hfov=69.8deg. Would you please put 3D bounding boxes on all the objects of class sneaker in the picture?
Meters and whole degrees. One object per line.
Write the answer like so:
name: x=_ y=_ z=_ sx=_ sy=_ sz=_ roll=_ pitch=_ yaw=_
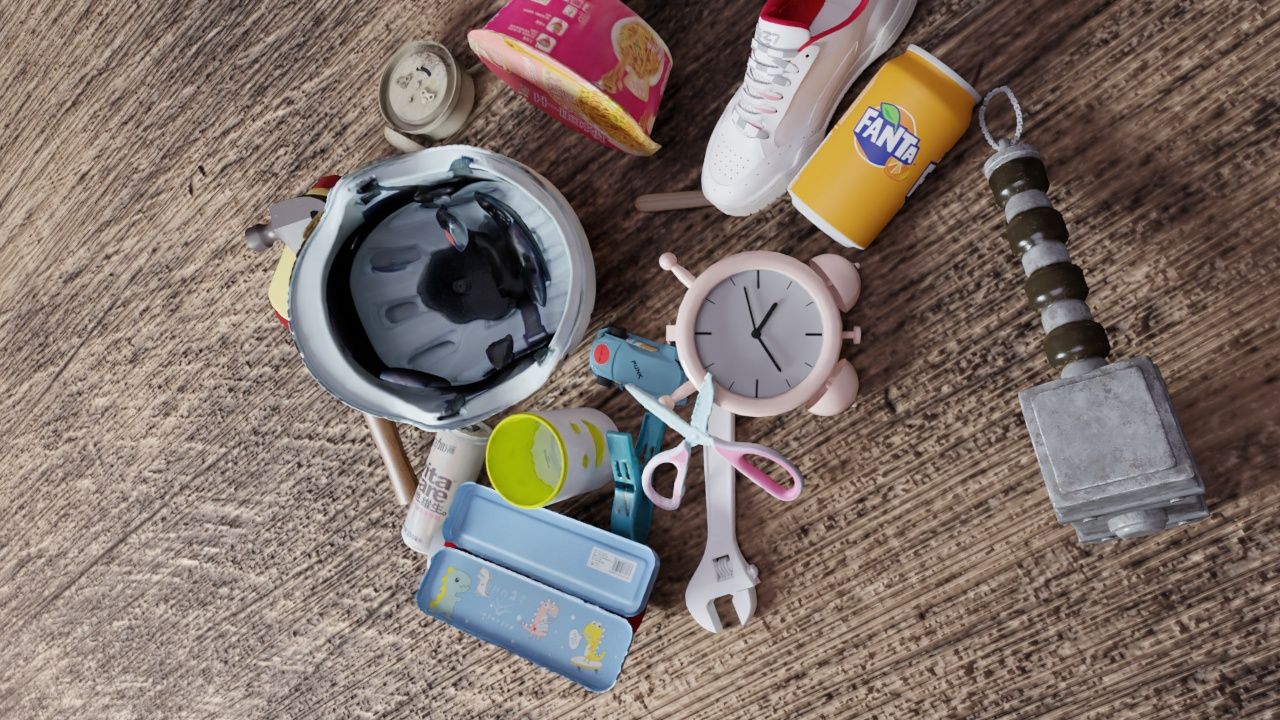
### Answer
sneaker: x=0.111 y=-0.227 z=0.715 sx=0.237 sy=0.104 sz=0.090 roll=-51 pitch=59 yaw=18

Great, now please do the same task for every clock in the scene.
clock: x=-0.218 y=-0.250 z=0.921 sx=0.093 sy=0.054 sz=0.141 roll=31 pitch=98 yaw=24
clock: x=0.097 y=-0.022 z=0.751 sx=0.160 sy=0.086 sz=0.131 roll=1 pitch=92 yaw=10

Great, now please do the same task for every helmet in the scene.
helmet: x=-0.167 y=-0.065 z=0.827 sx=0.264 sy=0.163 sz=0.236 roll=-24 pitch=93 yaw=10

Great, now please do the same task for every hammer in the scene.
hammer: x=-0.284 y=-0.006 z=0.914 sx=0.115 sy=0.033 sz=0.323 roll=-15 pitch=103 yaw=11
hammer: x=0.289 y=-0.041 z=0.631 sx=0.080 sy=0.176 sz=0.325 roll=-20 pitch=64 yaw=26

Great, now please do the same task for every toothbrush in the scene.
toothbrush: x=0.070 y=-0.142 z=0.796 sx=0.167 sy=0.016 sz=0.016 roll=0 pitch=90 yaw=28

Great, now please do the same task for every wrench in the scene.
wrench: x=0.069 y=0.101 z=0.802 sx=0.066 sy=0.018 sz=0.273 roll=-2 pitch=89 yaw=28

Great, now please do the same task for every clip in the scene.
clip: x=-0.001 y=0.108 z=0.827 sx=0.027 sy=0.103 sz=0.120 roll=11 pitch=103 yaw=30

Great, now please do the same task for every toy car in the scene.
toy car: x=-0.005 y=0.005 z=0.831 sx=0.108 sy=0.027 sz=0.060 roll=20 pitch=100 yaw=25

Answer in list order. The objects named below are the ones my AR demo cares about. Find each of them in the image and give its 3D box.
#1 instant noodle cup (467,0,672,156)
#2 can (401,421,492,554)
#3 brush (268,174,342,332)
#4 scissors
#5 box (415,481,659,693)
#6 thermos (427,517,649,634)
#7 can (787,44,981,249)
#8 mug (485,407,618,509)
instant noodle cup: x=-0.049 y=-0.256 z=0.778 sx=0.179 sy=0.178 sz=0.077 roll=29 pitch=88 yaw=24
can: x=-0.194 y=0.125 z=0.917 sx=0.054 sy=0.054 sz=0.136 roll=28 pitch=104 yaw=24
brush: x=-0.329 y=-0.105 z=0.942 sx=0.082 sy=0.041 sz=0.173 roll=34 pitch=106 yaw=23
scissors: x=0.046 y=0.078 z=0.756 sx=0.170 sy=0.013 sz=0.174 roll=35 pitch=134 yaw=-13
box: x=-0.093 y=0.192 z=0.797 sx=0.209 sy=0.021 sz=0.125 roll=15 pitch=81 yaw=25
thermos: x=-0.094 y=0.208 z=0.858 sx=0.199 sy=0.083 sz=0.108 roll=8 pitch=128 yaw=25
can: x=0.184 y=-0.160 z=0.700 sx=0.079 sy=0.079 sz=0.143 roll=45 pitch=110 yaw=19
mug: x=-0.075 y=0.084 z=0.825 sx=0.083 sy=0.106 sz=0.082 roll=1 pitch=92 yaw=27
